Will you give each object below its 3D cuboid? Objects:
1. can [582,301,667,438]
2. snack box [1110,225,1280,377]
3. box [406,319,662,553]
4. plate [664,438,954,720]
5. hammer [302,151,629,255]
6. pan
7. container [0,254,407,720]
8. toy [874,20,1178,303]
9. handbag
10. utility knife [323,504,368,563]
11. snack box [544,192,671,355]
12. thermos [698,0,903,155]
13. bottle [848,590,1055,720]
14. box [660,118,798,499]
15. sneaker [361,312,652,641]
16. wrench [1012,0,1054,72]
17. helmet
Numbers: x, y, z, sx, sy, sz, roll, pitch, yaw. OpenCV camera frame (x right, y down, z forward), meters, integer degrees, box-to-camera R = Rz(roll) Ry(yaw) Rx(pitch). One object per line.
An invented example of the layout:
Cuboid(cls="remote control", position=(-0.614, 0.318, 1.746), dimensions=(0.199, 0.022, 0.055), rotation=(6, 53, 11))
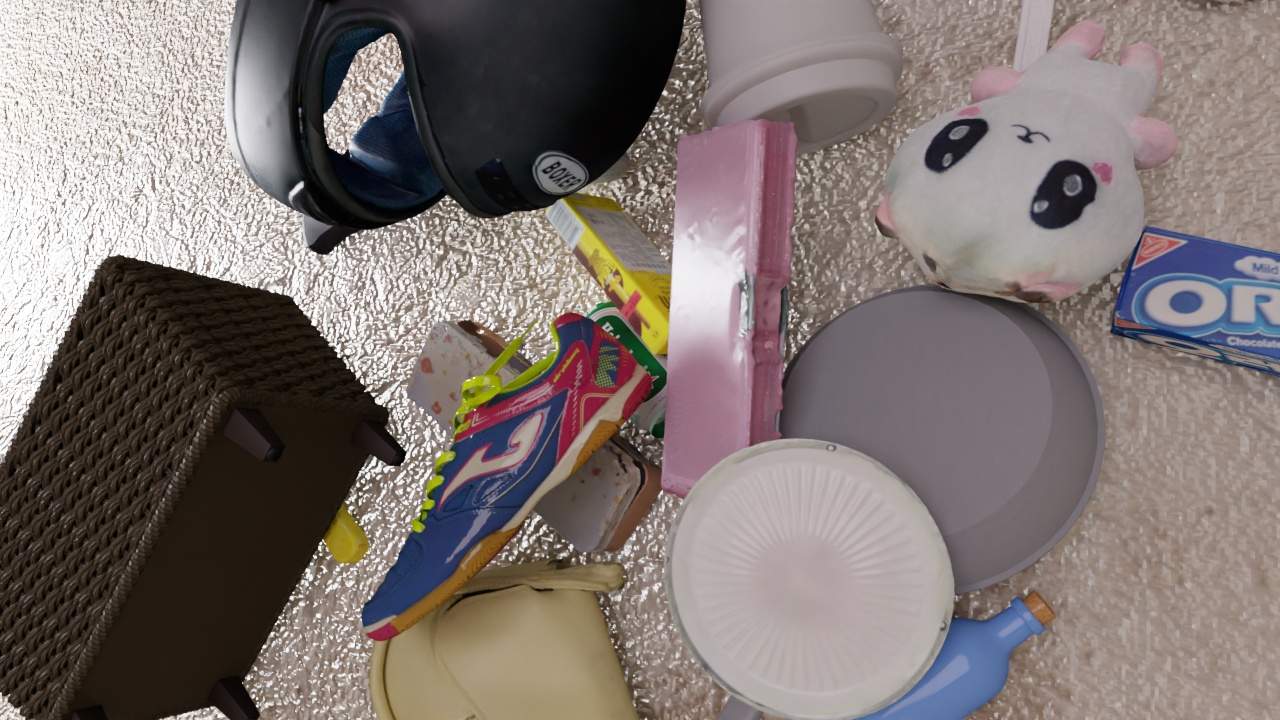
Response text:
Cuboid(cls="can", position=(-0.004, 0.004, 0.645), dimensions=(0.053, 0.053, 0.101), rotation=(-45, 63, 9))
Cuboid(cls="snack box", position=(0.369, -0.012, 0.468), dimensions=(0.227, 0.059, 0.059), rotation=(20, 90, 28))
Cuboid(cls="box", position=(-0.082, 0.050, 0.676), dimensions=(0.216, 0.062, 0.081), rotation=(36, 98, 29))
Cuboid(cls="plate", position=(0.089, 0.120, 0.506), dimensions=(0.157, 0.014, 0.157), rotation=(1, 92, 18))
Cuboid(cls="hammer", position=(-0.161, -0.160, 0.775), dimensions=(0.313, 0.035, 0.139), rotation=(-21, 67, 20))
Cuboid(cls="pan", position=(0.121, 0.103, 0.543), dimensions=(0.201, 0.051, 0.356), rotation=(30, 83, 38))
Cuboid(cls="container", position=(-0.344, 0.121, 0.697), dimensions=(0.205, 0.176, 0.321), rotation=(35, 99, 26))
Cuboid(cls="toy", position=(0.226, -0.113, 0.523), dimensions=(0.139, 0.101, 0.179), rotation=(34, 89, 27))
Cuboid(cls="handbag", position=(-0.071, 0.243, 0.600), dimensions=(0.191, 0.088, 0.232), rotation=(-30, 66, 13))
Cuboid(cls="utility knife", position=(-0.293, 0.091, 0.782), dimensions=(0.029, 0.020, 0.213), rotation=(-49, 63, 7))
Cuboid(cls="snack box", position=(-0.006, -0.064, 0.657), dimensions=(0.149, 0.061, 0.026), rotation=(52, 122, 26))
Cuboid(cls="thermos", position=(0.087, -0.258, 0.605), dimensions=(0.132, 0.131, 0.221), rotation=(-15, 83, 22))
Cuboid(cls="bottle", position=(0.175, 0.175, 0.518), dimensions=(0.131, 0.048, 0.048), rotation=(-41, 64, 11))
Cuboid(cls="box", position=(0.052, -0.026, 0.562), dimensions=(0.098, 0.037, 0.233), rotation=(5, 94, 59))
Cuboid(cls="sneaker", position=(-0.102, 0.070, 0.586), dimensions=(0.091, 0.116, 0.241), rotation=(44, 88, 1))
Cuboid(cls="wrench", position=(0.240, -0.203, 0.561), dimensions=(0.047, 0.009, 0.273), rotation=(8, 98, 18))
Cuboid(cls="helmet", position=(-0.101, -0.212, 0.601), dimensions=(0.236, 0.249, 0.316), rotation=(26, 90, 16))
